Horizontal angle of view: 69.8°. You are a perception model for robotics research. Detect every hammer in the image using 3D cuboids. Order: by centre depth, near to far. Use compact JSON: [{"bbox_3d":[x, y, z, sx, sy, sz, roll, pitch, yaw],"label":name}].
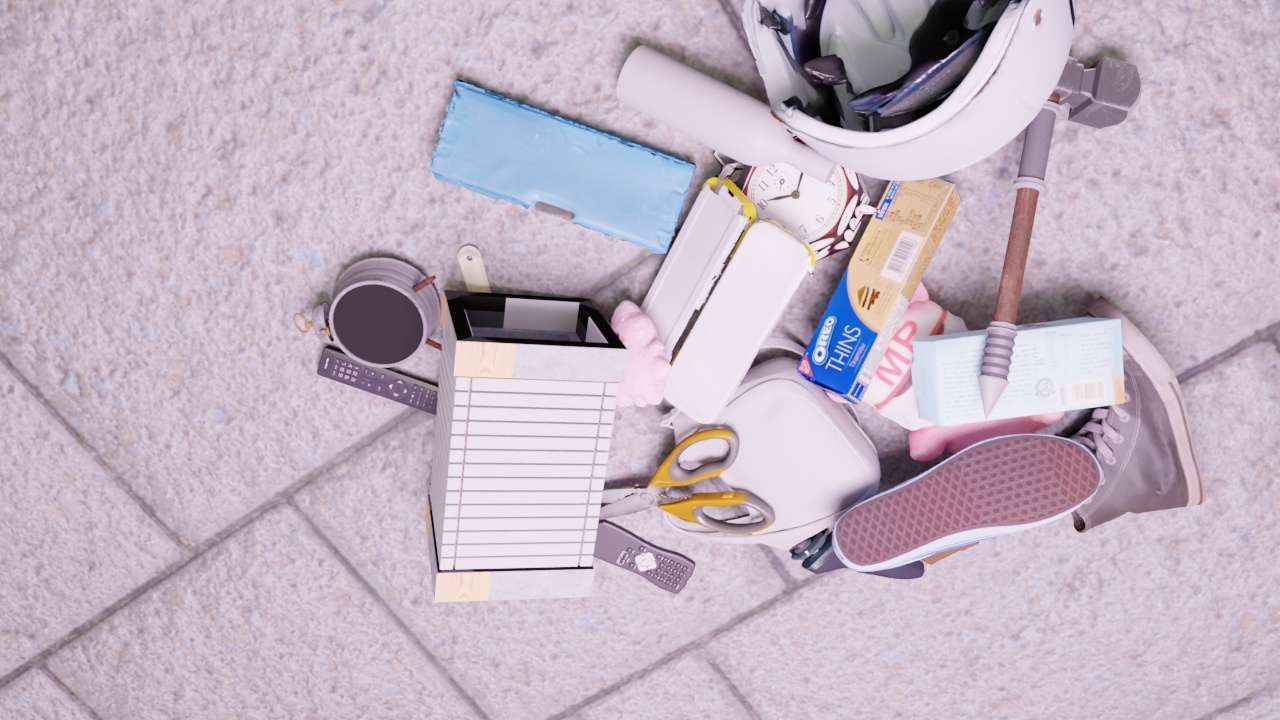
[{"bbox_3d":[0.318,-0.110,0.766,0.156,0.043,0.322,14,82,-3],"label":"hammer"}]

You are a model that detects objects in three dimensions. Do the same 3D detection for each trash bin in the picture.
[{"bbox_3d":[-0.115,0.077,0.852,0.142,0.142,0.247,3,110,-17],"label":"trash bin"}]

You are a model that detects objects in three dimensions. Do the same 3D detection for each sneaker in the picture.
[{"bbox_3d":[0.292,0.134,0.851,0.241,0.098,0.083,-20,71,6],"label":"sneaker"},{"bbox_3d":[0.441,0.057,0.875,0.120,0.095,0.235,-23,115,10],"label":"sneaker"}]

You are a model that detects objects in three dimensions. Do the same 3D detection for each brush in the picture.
[{"bbox_3d":[-0.143,-0.009,0.913,0.033,0.012,0.218,-11,108,7],"label":"brush"}]

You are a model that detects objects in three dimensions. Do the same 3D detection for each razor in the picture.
[{"bbox_3d":[0.228,0.207,0.962,0.143,0.047,0.052,15,85,-6],"label":"razor"}]

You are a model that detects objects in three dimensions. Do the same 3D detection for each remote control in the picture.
[{"bbox_3d":[-0.256,0.021,0.926,0.136,0.015,0.032,20,110,-8],"label":"remote control"},{"bbox_3d":[-0.003,0.211,0.988,0.124,0.009,0.046,26,109,-7],"label":"remote control"}]

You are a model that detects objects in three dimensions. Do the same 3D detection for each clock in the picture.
[{"bbox_3d":[0.132,-0.157,0.820,0.115,0.065,0.154,-45,74,17],"label":"clock"},{"bbox_3d":[-0.261,-0.043,0.881,0.148,0.056,0.104,-6,119,0],"label":"clock"}]

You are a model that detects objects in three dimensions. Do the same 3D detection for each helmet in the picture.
[{"bbox_3d":[0.218,-0.263,0.710,0.237,0.263,0.163,-21,153,35],"label":"helmet"}]

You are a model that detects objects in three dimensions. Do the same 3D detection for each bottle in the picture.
[{"bbox_3d":[0.075,-0.202,0.776,0.195,0.052,0.052,30,110,14],"label":"bottle"}]

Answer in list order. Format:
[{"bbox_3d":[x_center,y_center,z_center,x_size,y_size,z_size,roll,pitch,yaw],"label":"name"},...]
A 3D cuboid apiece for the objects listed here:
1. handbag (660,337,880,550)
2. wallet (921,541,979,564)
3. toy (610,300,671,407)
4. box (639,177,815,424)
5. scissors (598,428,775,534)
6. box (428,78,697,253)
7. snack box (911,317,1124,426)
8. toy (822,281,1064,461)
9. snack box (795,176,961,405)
[{"bbox_3d":[0.105,0.099,0.922,0.223,0.095,0.216,-35,104,26],"label":"handbag"},{"bbox_3d":[0.300,0.166,0.926,0.087,0.013,0.121,31,140,-9],"label":"wallet"},{"bbox_3d":[-0.005,0.005,0.844,0.050,0.093,0.102,-2,119,-32],"label":"toy"},{"bbox_3d":[0.062,-0.049,0.826,0.129,0.038,0.210,44,126,23],"label":"box"},{"bbox_3d":[0.019,0.123,0.915,0.226,0.016,0.162,-1,120,23],"label":"scissors"},{"bbox_3d":[-0.070,-0.172,0.831,0.231,0.048,0.093,19,109,-5],"label":"box"},{"bbox_3d":[0.329,0.008,0.800,0.174,0.053,0.075,-7,97,-7],"label":"snack box"},{"bbox_3d":[0.285,0.025,0.870,0.213,0.084,0.142,32,107,-11],"label":"toy"},{"bbox_3d":[0.210,-0.065,0.814,0.057,0.056,0.207,28,92,27],"label":"snack box"}]
